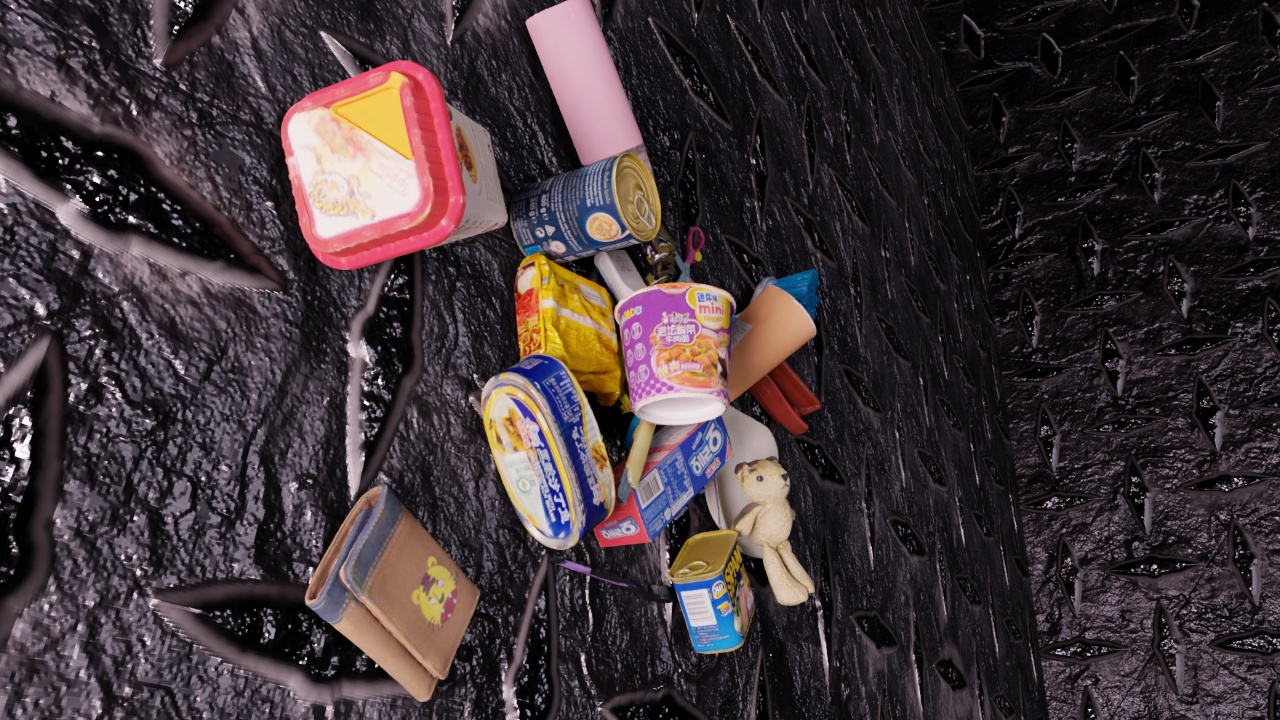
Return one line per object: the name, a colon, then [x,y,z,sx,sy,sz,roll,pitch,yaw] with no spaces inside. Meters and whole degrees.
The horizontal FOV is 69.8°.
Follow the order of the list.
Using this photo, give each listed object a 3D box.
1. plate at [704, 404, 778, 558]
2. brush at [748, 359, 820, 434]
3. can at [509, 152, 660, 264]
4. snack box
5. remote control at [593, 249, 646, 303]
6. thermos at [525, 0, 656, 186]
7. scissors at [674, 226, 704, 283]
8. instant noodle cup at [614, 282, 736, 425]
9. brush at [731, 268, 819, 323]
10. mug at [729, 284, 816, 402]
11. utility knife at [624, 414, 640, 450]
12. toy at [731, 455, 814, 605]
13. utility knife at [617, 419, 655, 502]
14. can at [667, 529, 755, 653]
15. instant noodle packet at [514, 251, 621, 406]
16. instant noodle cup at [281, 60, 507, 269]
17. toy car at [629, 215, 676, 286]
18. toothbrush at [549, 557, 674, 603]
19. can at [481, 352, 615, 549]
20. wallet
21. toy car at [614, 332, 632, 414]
plate: [0.111,0.140,1.033,0.164,0.034,0.163,29,54,-52]
brush: [0.169,0.034,1.144,0.146,0.063,0.069,45,29,-40]
can: [-0.049,-0.128,0.792,0.075,0.111,0.075,28,57,-55]
snack box: [0.024,0.106,0.874,0.207,0.058,0.057,-33,107,-58]
remote control: [0.000,-0.054,0.900,0.125,0.024,0.049,60,27,10]
thermos: [-0.039,-0.248,0.900,0.198,0.067,0.087,66,31,-15]
scissors: [0.055,-0.100,1.055,0.134,0.017,0.133,59,38,-28]
instant noodle cup: [0.032,-0.001,0.804,0.111,0.112,0.099,29,54,-52]
brush: [0.151,-0.055,1.138,0.313,0.109,0.060,-47,134,-64]
mug: [0.123,-0.015,1.012,0.122,0.078,0.078,-42,123,-11]
utility knife: [0.019,0.024,0.934,0.181,0.018,0.034,-62,169,-52]
toy: [0.144,0.180,0.972,0.105,0.066,0.157,-7,77,-42]
utility knife: [0.002,0.072,0.803,0.183,0.019,0.031,-78,151,-65]
can: [0.073,0.226,0.902,0.102,0.057,0.083,-42,117,-68]
instant noodle packet: [-0.060,-0.025,0.798,0.128,0.044,0.110,28,53,-56]
instant noodle cup: [-0.156,-0.124,0.618,0.124,0.116,0.116,-10,87,-72]
toy car: [0.009,-0.118,0.888,0.070,0.042,0.158,59,-2,6]
toothbrush: [-0.021,0.192,0.808,0.189,0.014,0.016,35,42,-49]
can: [-0.071,0.071,0.710,0.049,0.075,0.148,-34,110,-55]
wallet: [-0.153,0.149,0.584,0.115,0.033,0.090,60,33,-33]
toy car: [-0.005,0.005,0.891,0.048,0.032,0.105,58,33,-29]
